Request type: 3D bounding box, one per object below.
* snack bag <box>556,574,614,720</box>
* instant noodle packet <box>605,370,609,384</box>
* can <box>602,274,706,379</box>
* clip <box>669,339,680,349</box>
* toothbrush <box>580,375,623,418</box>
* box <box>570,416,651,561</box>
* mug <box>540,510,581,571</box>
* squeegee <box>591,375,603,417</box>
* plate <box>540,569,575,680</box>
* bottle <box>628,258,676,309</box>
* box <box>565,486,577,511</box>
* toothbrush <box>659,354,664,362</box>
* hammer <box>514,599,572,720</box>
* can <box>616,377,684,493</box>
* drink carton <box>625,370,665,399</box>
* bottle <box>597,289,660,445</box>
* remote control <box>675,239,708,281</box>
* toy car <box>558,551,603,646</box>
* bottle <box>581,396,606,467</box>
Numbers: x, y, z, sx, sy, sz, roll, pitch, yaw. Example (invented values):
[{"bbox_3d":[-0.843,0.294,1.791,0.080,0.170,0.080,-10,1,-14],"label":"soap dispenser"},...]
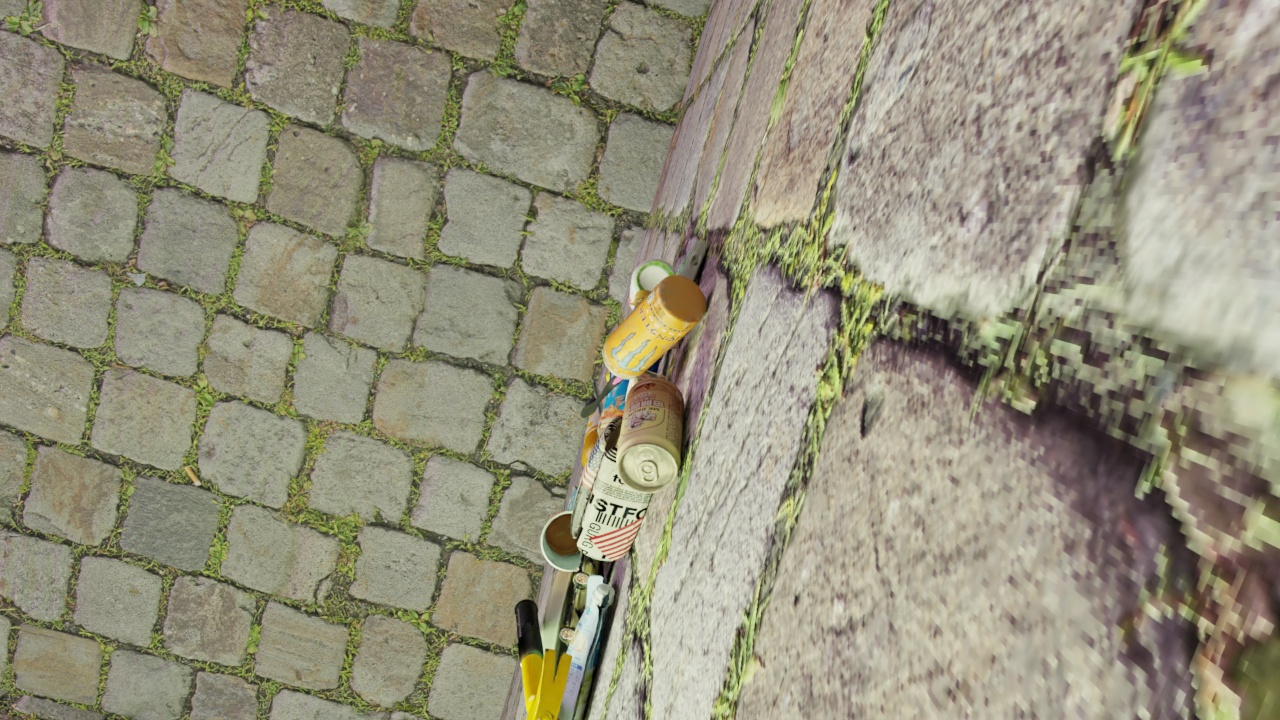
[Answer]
[{"bbox_3d":[-0.067,0.333,1.018,0.110,0.039,0.190,109,177,-76],"label":"snack bag"},{"bbox_3d":[-0.009,-0.001,1.375,0.110,0.044,0.128,-59,5,-5],"label":"instant noodle packet"},{"bbox_3d":[0.013,-0.034,0.999,0.146,0.058,0.058,-44,27,52],"label":"can"},{"bbox_3d":[0.034,-0.041,1.081,0.100,0.072,0.034,113,173,-79],"label":"clip"},{"bbox_3d":[-0.022,0.015,1.110,0.190,0.014,0.017,-46,21,38],"label":"toothbrush"},{"bbox_3d":[-0.032,0.138,1.001,0.086,0.075,0.163,-92,15,-53],"label":"box"},{"bbox_3d":[-0.098,0.238,1.243,0.123,0.078,0.078,147,139,-81],"label":"mug"},{"bbox_3d":[-0.044,0.194,1.248,0.246,0.039,0.247,-105,19,-45],"label":"squeegee"},{"bbox_3d":[-0.115,0.383,1.272,0.230,0.027,0.230,11,-93,-86],"label":"plate"},{"bbox_3d":[0.016,-0.098,1.383,0.197,0.068,0.068,109,177,-81],"label":"bottle"},{"bbox_3d":[-0.087,0.247,1.434,0.184,0.062,0.089,122,163,-80],"label":"box"},{"bbox_3d":[0.033,-0.016,1.220,0.014,0.016,0.190,-72,4,-45],"label":"toothbrush"},{"bbox_3d":[-0.126,0.355,1.078,0.301,0.033,0.129,-140,70,-77],"label":"hammer"},{"bbox_3d":[0.010,0.068,0.861,0.116,0.058,0.059,-82,9,-60],"label":"can"},{"bbox_3d":[0.007,0.050,1.058,0.122,0.045,0.053,-92,18,-78],"label":"drink carton"},{"bbox_3d":[-0.007,0.007,1.186,0.065,0.065,0.218,114,168,-61],"label":"bottle"},{"bbox_3d":[0.055,-0.106,1.152,0.135,0.019,0.056,127,166,-78],"label":"remote control"},{"bbox_3d":[-0.069,0.290,1.149,0.070,0.042,0.158,-75,-3,-65],"label":"toy car"},{"bbox_3d":[-0.051,0.120,1.386,0.189,0.068,0.068,-80,8,-56],"label":"bottle"}]
